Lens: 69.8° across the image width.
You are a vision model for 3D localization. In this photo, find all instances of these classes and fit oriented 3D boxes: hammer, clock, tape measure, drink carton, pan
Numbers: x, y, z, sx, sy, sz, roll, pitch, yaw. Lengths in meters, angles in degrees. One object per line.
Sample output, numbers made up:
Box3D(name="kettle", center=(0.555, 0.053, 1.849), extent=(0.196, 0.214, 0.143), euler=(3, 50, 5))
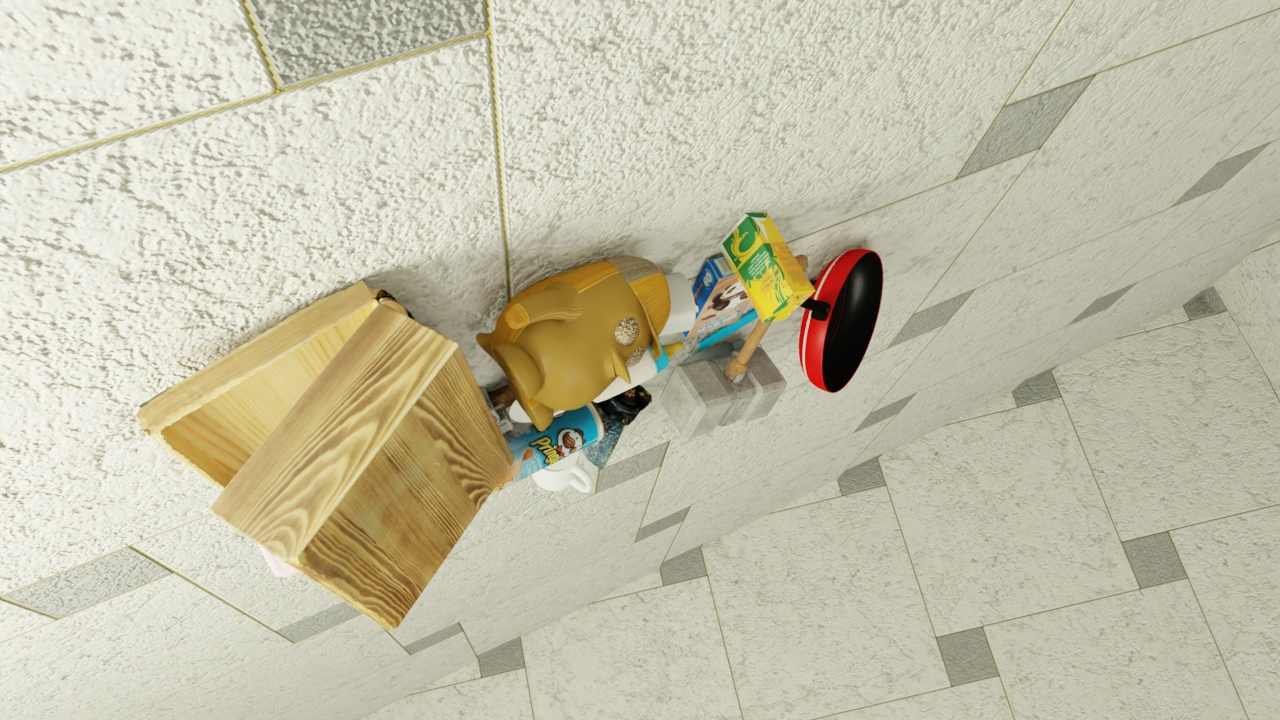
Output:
Box3D(name="hammer", center=(-0.091, -0.009, 1.143), extent=(0.300, 0.037, 0.218), euler=(-26, 159, -5))
Box3D(name="clock", center=(0.121, 0.015, 1.445), extent=(0.159, 0.045, 0.122), euler=(-28, 160, 0))
Box3D(name="tape measure", center=(-0.027, 0.054, 1.321), extent=(0.042, 0.072, 0.071), euler=(-40, -175, 43))
Box3D(name="drink carton", center=(0.148, -0.107, 1.074), extent=(0.041, 0.122, 0.058), euler=(-8, 152, -40))
Box3D(name="pan", center=(0.255, -0.063, 1.246), extent=(0.355, 0.067, 0.209), euler=(9, 98, -60))
Box3D(name="hammer", center=(0.156, -0.029, 1.254), extent=(0.162, 0.083, 0.319), euler=(-13, 147, -31))

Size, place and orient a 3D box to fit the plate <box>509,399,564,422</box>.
Box3D(name="plate", center=(-0.106, 0.038, 1.162), extent=(0.134, 0.011, 0.135), euler=(-25, 159, -10))

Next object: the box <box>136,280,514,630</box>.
Box3D(name="box", center=(-0.283, 0.078, 0.904), extent=(0.256, 0.215, 0.279), euler=(-54, 160, -21))

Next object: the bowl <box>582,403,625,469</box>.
Box3D(name="bowl", center=(-0.060, 0.100, 1.384), extent=(0.114, 0.061, 0.114), euler=(-63, -177, 6))

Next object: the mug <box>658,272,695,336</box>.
Box3D(name="mug", center=(0.005, -0.062, 1.106), extent=(0.089, 0.071, 0.107), euler=(-12, -176, -16))

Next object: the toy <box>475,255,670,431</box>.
Box3D(name="toy", center=(-0.053, -0.029, 0.986), extent=(0.203, 0.162, 0.199), euler=(-34, 150, -14))

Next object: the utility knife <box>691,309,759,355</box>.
Box3D(name="utility knife", center=(0.147, -0.056, 1.348), extent=(0.173, 0.015, 0.031), euler=(-29, 162, 0))

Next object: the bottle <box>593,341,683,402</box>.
Box3D(name="bottle", center=(-0.008, 0.007, 1.258), extent=(0.146, 0.051, 0.051), euler=(-25, 159, -5))

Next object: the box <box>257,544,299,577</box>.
Box3D(name="box", center=(-0.348, 0.170, 1.088), extent=(0.202, 0.088, 0.095), euler=(-25, -167, -6))

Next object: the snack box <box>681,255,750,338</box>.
Box3D(name="snack box", center=(0.108, -0.089, 1.194), extent=(0.087, 0.034, 0.152), euler=(-19, 159, -23))

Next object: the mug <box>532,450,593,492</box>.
Box3D(name="mug", center=(-0.118, 0.164, 1.417), extent=(0.073, 0.110, 0.091), euler=(-49, 168, -23))

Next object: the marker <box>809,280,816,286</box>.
Box3D(name="marker", center=(0.256, -0.106, 1.352), extent=(0.144, 0.021, 0.024), euler=(-14, 163, -32))

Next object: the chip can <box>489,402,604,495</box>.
Box3D(name="chip can", center=(-0.164, 0.122, 1.264), extent=(0.229, 0.080, 0.080), euler=(-25, 161, -28))
